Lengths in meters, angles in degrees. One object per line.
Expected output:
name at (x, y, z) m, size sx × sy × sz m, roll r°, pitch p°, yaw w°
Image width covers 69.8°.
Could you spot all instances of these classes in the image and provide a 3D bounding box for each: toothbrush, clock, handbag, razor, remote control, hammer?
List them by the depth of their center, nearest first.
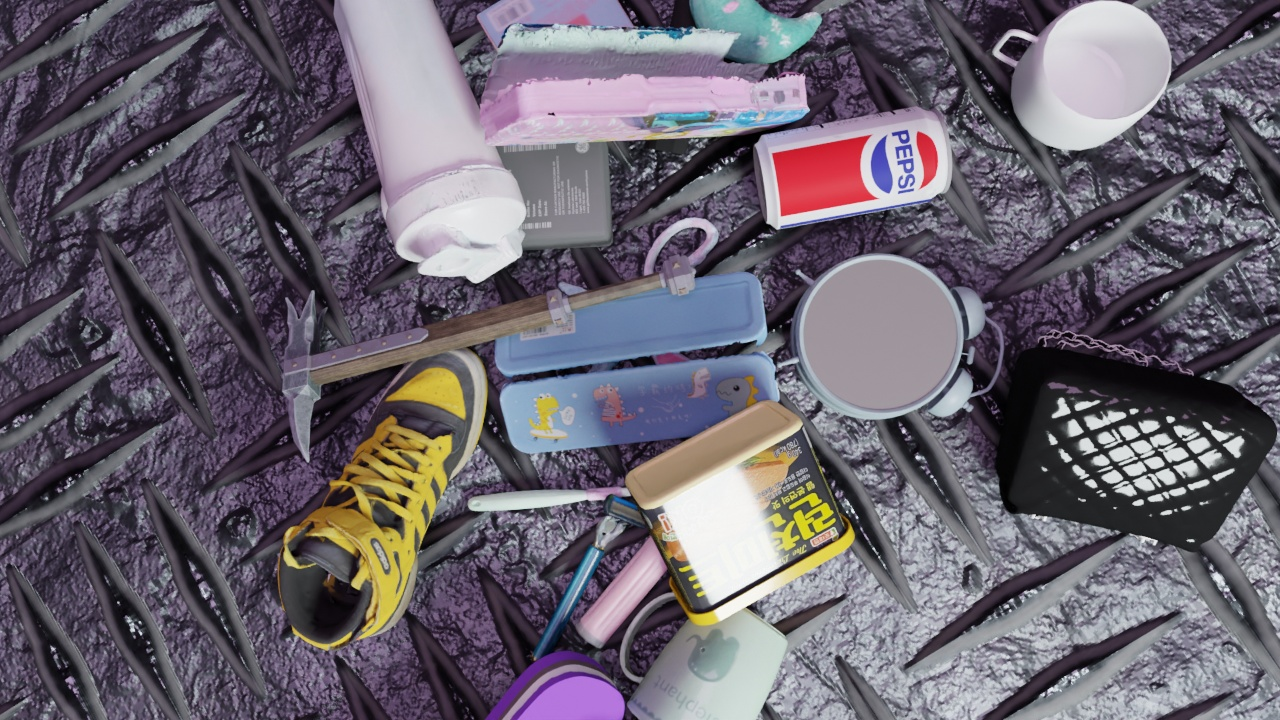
handbag at (0.333, 0.058, 0.655) m, size 0.154 × 0.114 × 0.125 m, roll 11°, pitch 110°, yaw 2°
hammer at (-0.112, -0.023, 0.677) m, size 0.317 × 0.028 × 0.146 m, roll -15°, pitch 55°, yaw 4°
clock at (0.187, -0.015, 0.679) m, size 0.159 × 0.045 × 0.122 m, roll 11°, pitch 88°, yaw 7°
toothbrush at (0.032, 0.125, 0.692) m, size 0.027 × 0.026 × 0.222 m, roll 41°, pitch 90°, yaw 27°
razor at (-0.044, 0.168, 0.699) m, size 0.042 × 0.022 × 0.144 m, roll 29°, pitch 93°, yaw -30°
toothbrush at (-0.057, 0.105, 0.706) m, size 0.155 × 0.015 × 0.022 m, roll -5°, pitch 84°, yaw 5°
remote control at (0.033, -0.234, 0.721) m, size 0.033 × 0.015 × 0.146 m, roll 11°, pitch 87°, yaw 5°

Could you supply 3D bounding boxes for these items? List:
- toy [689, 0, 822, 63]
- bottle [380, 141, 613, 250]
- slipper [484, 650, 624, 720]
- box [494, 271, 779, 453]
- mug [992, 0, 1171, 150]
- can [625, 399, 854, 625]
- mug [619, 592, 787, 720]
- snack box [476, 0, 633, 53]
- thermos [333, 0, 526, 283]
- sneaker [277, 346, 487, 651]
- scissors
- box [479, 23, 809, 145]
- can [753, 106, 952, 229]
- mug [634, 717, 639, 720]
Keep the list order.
toy at (0.080, -0.274, 0.705) m, size 0.085 × 0.033 × 0.105 m, roll -40°, pitch 98°, yaw -8°
bottle at (-0.111, -0.127, 0.711) m, size 0.174 × 0.046 × 0.083 m, roll -4°, pitch 86°, yaw 4°
slipper at (-0.127, 0.307, 0.663) m, size 0.107 × 0.084 × 0.266 m, roll 39°, pitch 91°, yaw -35°
box at (-0.006, 0.003, 0.684) m, size 0.209 × 0.043 × 0.125 m, roll -7°, pitch 85°, yaw 10°
mug at (0.316, -0.210, 0.670) m, size 0.115 × 0.068 × 0.094 m, roll 26°, pitch 88°, yaw 6°
can at (0.067, 0.103, 0.643) m, size 0.130 × 0.072 × 0.101 m, roll -27°, pitch 108°, yaw -7°
mug at (0.040, 0.218, 0.661) m, size 0.111 × 0.084 × 0.104 m, roll 29°, pitch 78°, yaw 26°
snack box at (-0.055, -0.232, 0.689) m, size 0.093 × 0.095 × 0.079 m, roll -31°, pitch 85°, yaw 1°
thermos at (-0.149, -0.164, 0.648) m, size 0.099 × 0.099 × 0.220 m, roll -21°, pitch 79°, yaw 3°
sneaker at (-0.187, 0.096, 0.664) m, size 0.086 × 0.122 × 0.238 m, roll 19°, pitch 88°, yaw 4°
scissors at (0.017, -0.032, 0.712) m, size 0.170 × 0.013 × 0.177 m, roll 30°, pitch 91°, yaw 9°
box at (0.003, -0.191, 0.632) m, size 0.229 × 0.085 × 0.071 m, roll -11°, pitch 98°, yaw -30°
can at (0.154, -0.142, 0.678) m, size 0.132 × 0.070 × 0.070 m, roll -10°, pitch 85°, yaw 4°
mug at (-0.012, 0.313, 0.639) m, size 0.098 × 0.118 × 0.082 m, roll -52°, pitch 46°, yaw -1°
